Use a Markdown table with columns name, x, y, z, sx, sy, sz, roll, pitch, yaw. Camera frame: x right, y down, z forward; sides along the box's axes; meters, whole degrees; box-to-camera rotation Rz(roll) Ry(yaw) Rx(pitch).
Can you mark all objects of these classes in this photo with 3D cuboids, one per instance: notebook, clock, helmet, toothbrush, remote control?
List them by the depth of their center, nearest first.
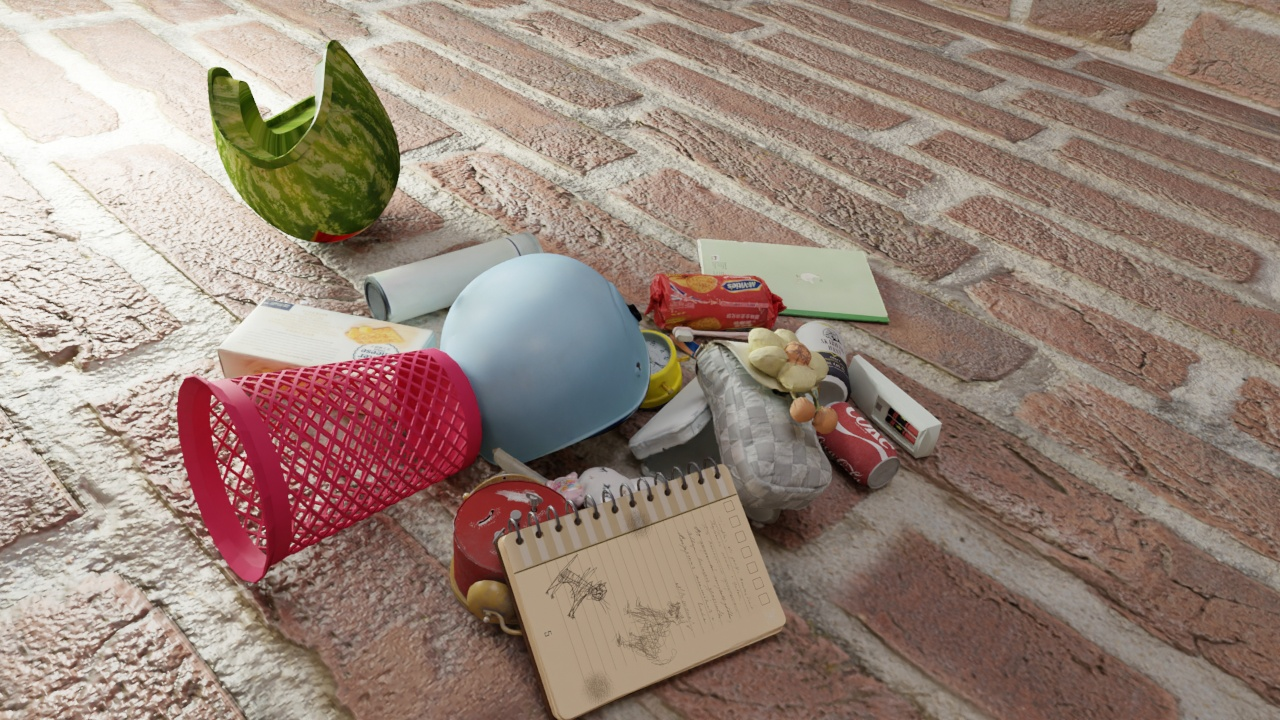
| name | x | y | z | sx | sy | sz | roll | pitch | yaw |
| --- | --- | --- | --- | --- | --- | --- | --- | --- | --- |
| notebook | 0.003 | 0.187 | 0.785 | 0.225 | 0.024 | 0.167 | -14 | 77 | -26 |
| clock | -0.107 | 0.173 | 0.810 | 0.117 | 0.081 | 0.158 | -6 | 39 | -17 |
| helmet | -0.110 | -0.024 | 0.978 | 0.225 | 0.167 | 0.265 | -21 | 31 | 0 |
| clock | -0.006 | 0.006 | 1.056 | 0.119 | 0.057 | 0.083 | 17 | 57 | 20 |
| remote control | 0.284 | 0.055 | 1.058 | 0.024 | 0.050 | 0.143 | -15 | 42 | -28 |
| toothbrush | 0.087 | -0.002 | 1.130 | 0.135 | 0.017 | 0.021 | 31 | 39 | 32 |
| toothbrush | 0.128 | -0.029 | 1.158 | 0.181 | 0.016 | 0.018 | 2 | 37 | -16 |
| helmet | -0.431 | -0.277 | 1.217 | 0.213 | 0.247 | 0.243 | -13 | 79 | 4 |
| notebook | 0.211 | -0.116 | 1.303 | 0.252 | 0.010 | 0.181 | 4 | 37 | -4 |

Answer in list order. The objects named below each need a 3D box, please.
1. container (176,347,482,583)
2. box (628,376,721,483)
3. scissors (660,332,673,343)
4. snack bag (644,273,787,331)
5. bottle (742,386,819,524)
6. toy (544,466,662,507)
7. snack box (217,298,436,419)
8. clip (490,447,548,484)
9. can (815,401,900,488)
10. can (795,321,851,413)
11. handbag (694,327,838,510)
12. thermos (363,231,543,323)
| name | x | y | z | sx | sy | sz | roll | pitch | yaw |
| --- | --- | --- | --- | --- | --- | --- | --- | --- | --- |
| container | -0.276 | 0.075 | 0.850 | 0.225 | 0.184 | 0.183 | -18 | 44 | -41 |
| box | 0.084 | 0.077 | 1.014 | 0.108 | 0.110 | 0.215 | -20 | 13 | 42 |
| scissors | -0.013 | -0.015 | 1.130 | 0.128 | 0.011 | 0.125 | -24 | 48 | -36 |
| snack bag | 0.092 | -0.076 | 1.177 | 0.176 | 0.082 | 0.082 | 1 | 38 | -10 |
| bottle | 0.148 | 0.090 | 0.977 | 0.053 | 0.053 | 0.185 | 16 | 46 | 10 |
| toy | -0.032 | 0.131 | 0.905 | 0.125 | 0.037 | 0.075 | 13 | 28 | -13 |
| snack box | -0.343 | -0.002 | 1.019 | 0.208 | 0.058 | 0.104 | 11 | 38 | 5 |
| clip | -0.124 | 0.122 | 0.902 | 0.054 | 0.101 | 0.038 | -42 | 38 | 9 |
| can | 0.234 | 0.092 | 0.998 | 0.054 | 0.054 | 0.096 | -14 | 42 | -26 |
| can | 0.214 | 0.004 | 1.100 | 0.064 | 0.064 | 0.127 | 8 | 37 | 0 |
| handbag | 0.131 | 0.054 | 0.885 | 0.112 | 0.124 | 0.171 | 10 | 54 | -31 |
| thermos | -0.232 | -0.106 | 1.169 | 0.229 | 0.068 | 0.068 | -21 | 45 | -33 |
